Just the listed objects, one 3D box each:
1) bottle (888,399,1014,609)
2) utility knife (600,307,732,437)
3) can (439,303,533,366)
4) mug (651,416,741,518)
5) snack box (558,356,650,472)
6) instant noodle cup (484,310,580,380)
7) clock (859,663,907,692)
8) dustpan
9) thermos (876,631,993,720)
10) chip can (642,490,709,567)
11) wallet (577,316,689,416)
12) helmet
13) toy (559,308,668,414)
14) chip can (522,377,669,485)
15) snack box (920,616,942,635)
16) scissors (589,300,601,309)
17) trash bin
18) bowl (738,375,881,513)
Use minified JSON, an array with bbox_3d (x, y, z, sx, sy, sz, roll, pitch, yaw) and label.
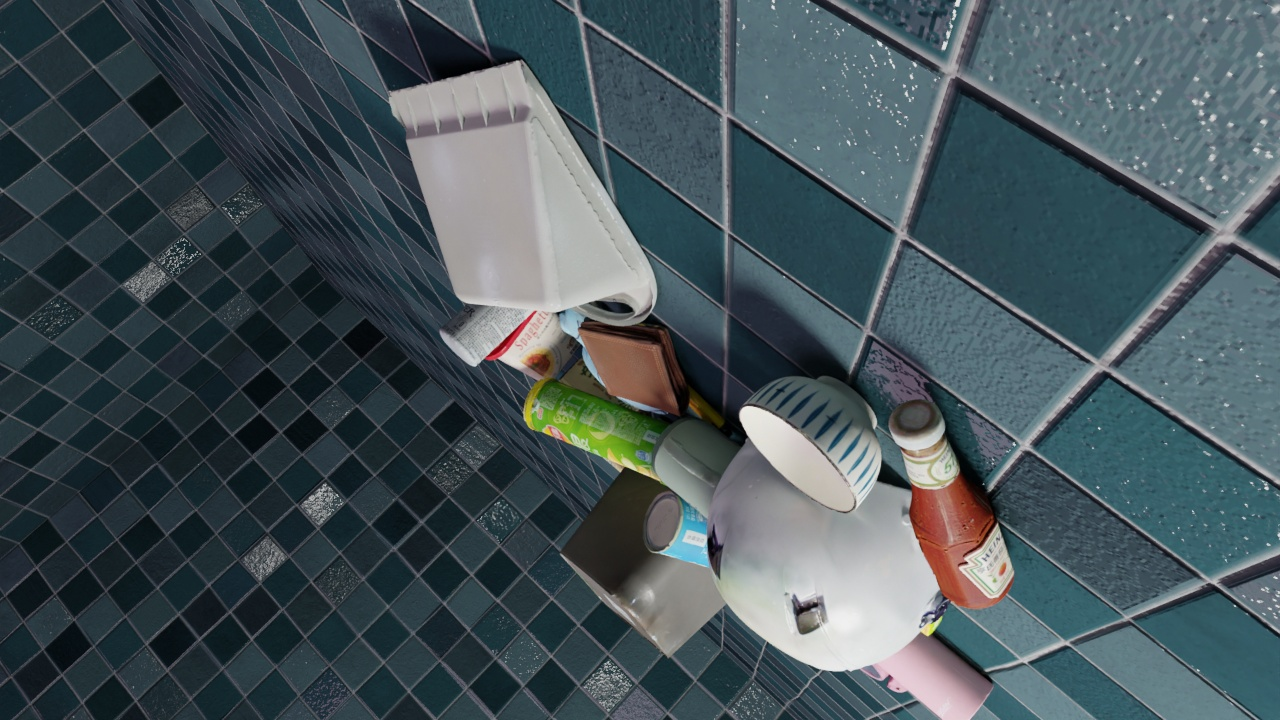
[{"bbox_3d":[0.220,0.104,0.655,0.060,0.059,0.206,28,158,48],"label":"bottle"},{"bbox_3d":[0.020,0.009,1.015,0.218,0.015,0.033,44,165,4],"label":"utility knife"},{"bbox_3d":[-0.158,-0.062,1.047,0.058,0.146,0.058,41,166,13],"label":"can"},{"bbox_3d":[0.064,0.111,0.966,0.106,0.082,0.111,38,-177,36],"label":"mug"},{"bbox_3d":[-0.046,0.081,1.299,0.114,0.063,0.240,40,165,16],"label":"snack box"},{"bbox_3d":[-0.154,-0.038,1.195,0.117,0.116,0.124,28,169,49],"label":"instant noodle cup"},{"bbox_3d":[0.287,0.347,1.124,0.158,0.059,0.117,27,158,44],"label":"clock"},{"bbox_3d":[-0.092,-0.138,0.851,0.223,0.142,0.258,9,114,47],"label":"dustpan"},{"bbox_3d":[0.293,0.311,1.020,0.198,0.067,0.087,41,134,22],"label":"thermos"},{"bbox_3d":[0.107,0.209,1.047,0.210,0.071,0.071,22,177,-28],"label":"chip can"},{"bbox_3d":[-0.006,0.006,0.975,0.101,0.032,0.125,12,144,29],"label":"wallet"},{"bbox_3d":[0.154,0.195,0.846,0.229,0.145,0.259,30,152,39],"label":"helmet"},{"bbox_3d":[-0.032,0.005,1.073,0.161,0.049,0.156,37,165,19],"label":"toy"},{"bbox_3d":[-0.036,0.086,1.125,0.221,0.072,0.073,19,155,28],"label":"chip can"},{"bbox_3d":[0.243,0.217,0.956,0.156,0.026,0.086,36,163,29],"label":"snack box"},{"bbox_3d":[-0.106,-0.128,0.932,0.213,0.015,0.198,39,162,17],"label":"scissors"},{"bbox_3d":[0.040,0.232,1.172,0.199,0.219,0.199,26,157,47],"label":"trash bin"},{"bbox_3d":[0.141,0.055,0.714,0.116,0.066,0.117,42,164,14],"label":"bowl"}]
